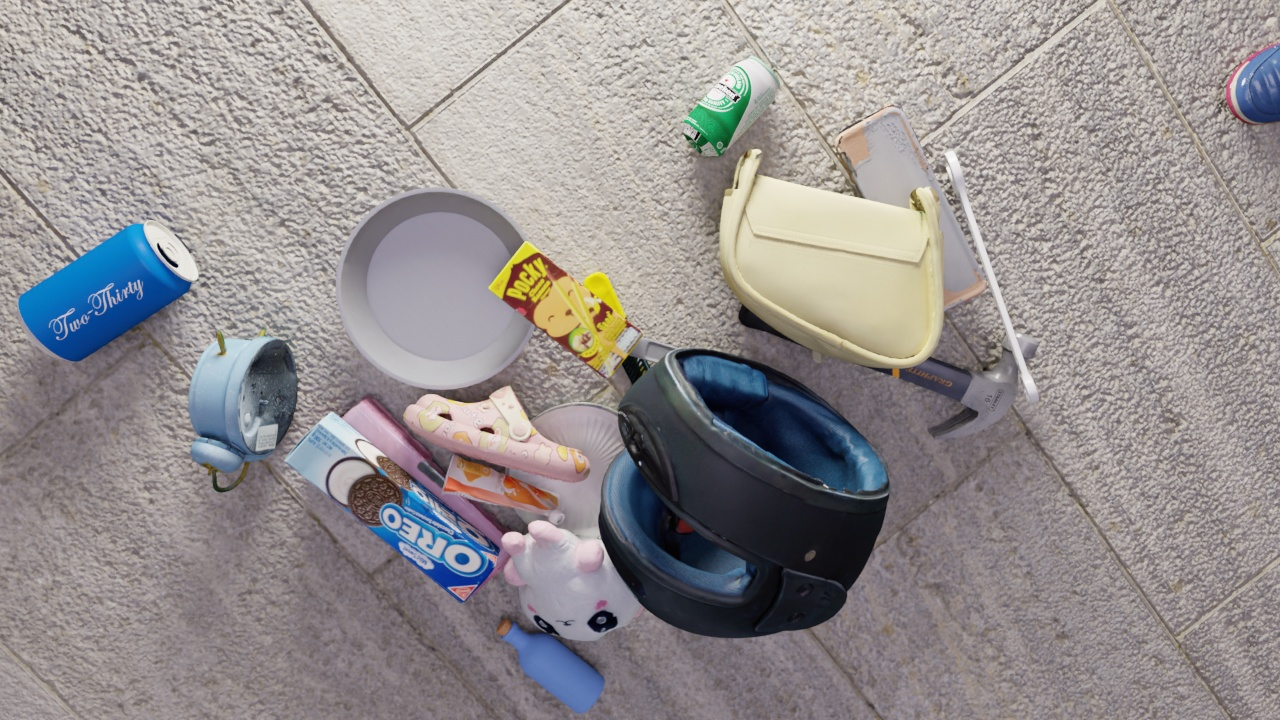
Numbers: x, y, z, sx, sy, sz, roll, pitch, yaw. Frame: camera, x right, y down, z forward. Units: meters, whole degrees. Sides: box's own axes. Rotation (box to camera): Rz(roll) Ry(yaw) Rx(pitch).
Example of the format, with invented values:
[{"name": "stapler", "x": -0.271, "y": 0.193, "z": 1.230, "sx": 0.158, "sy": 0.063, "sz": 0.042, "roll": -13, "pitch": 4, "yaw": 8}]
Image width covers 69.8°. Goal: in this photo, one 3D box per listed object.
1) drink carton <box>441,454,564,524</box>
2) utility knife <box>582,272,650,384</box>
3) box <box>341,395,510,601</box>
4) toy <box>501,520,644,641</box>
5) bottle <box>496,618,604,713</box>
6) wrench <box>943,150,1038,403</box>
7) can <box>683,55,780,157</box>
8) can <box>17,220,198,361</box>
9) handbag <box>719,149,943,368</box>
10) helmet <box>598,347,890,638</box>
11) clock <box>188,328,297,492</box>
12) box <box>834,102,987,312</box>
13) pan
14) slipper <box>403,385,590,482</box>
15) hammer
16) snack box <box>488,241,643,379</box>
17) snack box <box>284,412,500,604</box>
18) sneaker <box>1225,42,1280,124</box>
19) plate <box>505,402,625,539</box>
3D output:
[{"name": "drink carton", "x": -0.137, "y": 0.133, "z": 0.934, "sx": 0.122, "sy": 0.069, "sz": 0.039, "roll": 18, "pitch": 103, "yaw": -11}, {"name": "utility knife", "x": -0.006, "y": 0.006, "z": 0.970, "sx": 0.029, "sy": 0.020, "sz": 0.213, "roll": -25, "pitch": 100, "yaw": 1}, {"name": "box", "x": -0.237, "y": 0.147, "z": 0.964, "sx": 0.098, "sy": 0.037, "sz": 0.233, "roll": -43, "pitch": 100, "yaw": 7}, {"name": "toy", "x": -0.073, "y": 0.218, "z": 0.935, "sx": 0.139, "sy": 0.101, "sz": 0.179, "roll": -13, "pitch": 137, "yaw": 23}, {"name": "bottle", "x": -0.102, "y": 0.326, "z": 0.997, "sx": 0.131, "sy": 0.048, "sz": 0.048, "roll": 41, "pitch": 93, "yaw": -10}, {"name": "wrench", "x": 0.362, "y": -0.087, "z": 0.948, "sx": 0.009, "sy": 0.047, "sz": 0.273, "roll": -19, "pitch": 85, "yaw": 15}, {"name": "can", "x": 0.090, "y": -0.253, "z": 0.921, "sx": 0.053, "sy": 0.053, "sz": 0.101, "roll": 43, "pitch": 93, "yaw": -10}, {"name": "can", "x": -0.509, "y": -0.066, "z": 0.878, "sx": 0.146, "sy": 0.079, "sz": 0.079, "roll": -33, "pitch": 101, "yaw": 0}, {"name": "handbag", "x": 0.186, "y": -0.094, "z": 0.909, "sx": 0.233, "sy": 0.088, "sz": 0.191, "roll": 14, "pitch": 92, "yaw": 2}, {"name": "helmet", "x": 0.076, "y": 0.141, "z": 0.867, "sx": 0.315, "sy": 0.249, "sz": 0.236, "roll": 16, "pitch": 120, "yaw": -46}, {"name": "clock", "x": -0.386, "y": 0.049, "z": 0.892, "sx": 0.060, "sy": 0.118, "sz": 0.162, "roll": 8, "pitch": 92, "yaw": 4}, {"name": "box", "x": 0.277, "y": -0.152, "z": 0.945, "sx": 0.081, "sy": 0.062, "sz": 0.216, "roll": -27, "pitch": 101, "yaw": 15}, {"name": "pan", "x": -0.126, "y": -0.051, "z": 0.933, "sx": 0.356, "sy": 0.051, "sz": 0.201, "roll": 16, "pitch": 97, "yaw": -9}, {"name": "slipper", "x": -0.139, "y": 0.065, "z": 0.924, "sx": 0.197, "sy": 0.093, "sz": 0.081, "roll": 17, "pitch": 80, "yaw": 6}, {"name": "hammer", "x": 0.256, "y": -0.013, "z": 0.982, "sx": 0.312, "sy": 0.035, "sz": 0.139, "roll": 20, "pitch": 106, "yaw": -7}, {"name": "snack box", "x": -0.073, "y": -0.049, "z": 0.905, "sx": 0.149, "sy": 0.025, "sz": 0.061, "roll": 38, "pitch": 92, "yaw": -9}, {"name": "snack box", "x": -0.243, "y": 0.146, "z": 0.915, "sx": 0.226, "sy": 0.059, "sz": 0.059, "roll": 43, "pitch": 93, "yaw": -9}, {"name": "sneaker", "x": 0.736, "y": -0.327, "z": 0.955, "sx": 0.242, "sy": 0.091, "sz": 0.116, "roll": -29, "pitch": 103, "yaw": 0}, {"name": "plate", "x": -0.066, "y": 0.120, "z": 0.985, "sx": 0.157, "sy": 0.014, "sz": 0.157, "roll": -1, "pitch": 99, "yaw": -6}]
